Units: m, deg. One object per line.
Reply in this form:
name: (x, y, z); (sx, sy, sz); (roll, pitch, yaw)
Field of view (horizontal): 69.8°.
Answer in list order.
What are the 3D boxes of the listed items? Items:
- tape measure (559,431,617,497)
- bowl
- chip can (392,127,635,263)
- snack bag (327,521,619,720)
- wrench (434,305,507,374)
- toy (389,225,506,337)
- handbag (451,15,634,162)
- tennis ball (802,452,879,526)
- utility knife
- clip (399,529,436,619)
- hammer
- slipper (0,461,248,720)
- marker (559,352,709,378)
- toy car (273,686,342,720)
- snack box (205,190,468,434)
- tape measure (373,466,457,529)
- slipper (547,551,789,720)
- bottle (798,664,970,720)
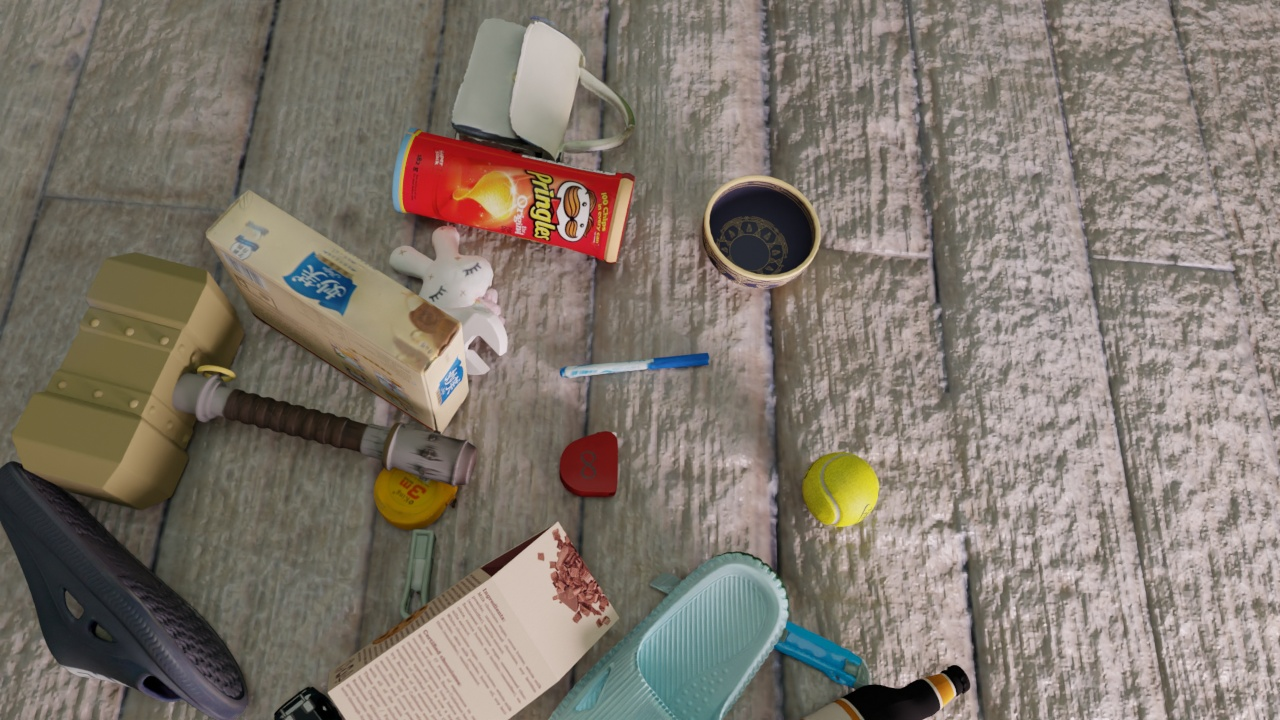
tape measure: (-0.046, 0.092, 0.817); (0.051, 0.019, 0.058); (3, 61, -4)
bowl: (0.112, -0.116, 0.896); (0.112, 0.061, 0.112); (3, 68, -7)
chip can: (-0.117, -0.157, 0.869); (0.213, 0.087, 0.087); (13, 67, -1)
snack bag: (-0.124, 0.223, 0.713); (0.206, 0.070, 0.094); (-33, 95, -18)
wrench: (-0.244, -0.064, 0.837); (0.273, 0.066, 0.018); (27, 25, 8)
toy: (-0.174, -0.072, 0.854); (0.075, 0.037, 0.125); (-35, 72, -15)
handbag: (-0.090, -0.260, 0.920); (0.176, 0.074, 0.151); (13, 67, -3)
tennis ball: (0.176, 0.114, 0.811); (0.065, 0.065, 0.065); (3, 68, -7)
utility knife: (0.104, 0.230, 0.785); (0.207, 0.015, 0.031); (23, 63, 3)
clip: (-0.183, 0.179, 0.759); (0.023, 0.043, 0.075); (5, 69, -4)
hammer: (-0.295, 0.047, 0.751); (0.325, 0.101, 0.190); (14, 67, 0)
slipper: (-0.410, 0.186, 0.686); (0.268, 0.111, 0.083); (40, 72, 12)
marker: (-0.005, 0.005, 0.860); (0.141, 0.013, 0.013); (-6, 69, -9)
toy car: (-0.235, 0.303, 0.700); (0.046, 0.034, 0.112); (-37, 77, -19)
snack box: (-0.243, -0.034, 0.767); (0.207, 0.153, 0.055); (32, 67, 5)
tape measure: (-0.194, 0.115, 0.782); (0.068, 0.030, 0.058); (31, 67, 10)
slipper: (0.018, 0.264, 0.725); (0.116, 0.070, 0.275); (40, 73, 13)
bottle: (0.188, 0.296, 0.744); (0.181, 0.059, 0.059); (-21, 73, -15)
